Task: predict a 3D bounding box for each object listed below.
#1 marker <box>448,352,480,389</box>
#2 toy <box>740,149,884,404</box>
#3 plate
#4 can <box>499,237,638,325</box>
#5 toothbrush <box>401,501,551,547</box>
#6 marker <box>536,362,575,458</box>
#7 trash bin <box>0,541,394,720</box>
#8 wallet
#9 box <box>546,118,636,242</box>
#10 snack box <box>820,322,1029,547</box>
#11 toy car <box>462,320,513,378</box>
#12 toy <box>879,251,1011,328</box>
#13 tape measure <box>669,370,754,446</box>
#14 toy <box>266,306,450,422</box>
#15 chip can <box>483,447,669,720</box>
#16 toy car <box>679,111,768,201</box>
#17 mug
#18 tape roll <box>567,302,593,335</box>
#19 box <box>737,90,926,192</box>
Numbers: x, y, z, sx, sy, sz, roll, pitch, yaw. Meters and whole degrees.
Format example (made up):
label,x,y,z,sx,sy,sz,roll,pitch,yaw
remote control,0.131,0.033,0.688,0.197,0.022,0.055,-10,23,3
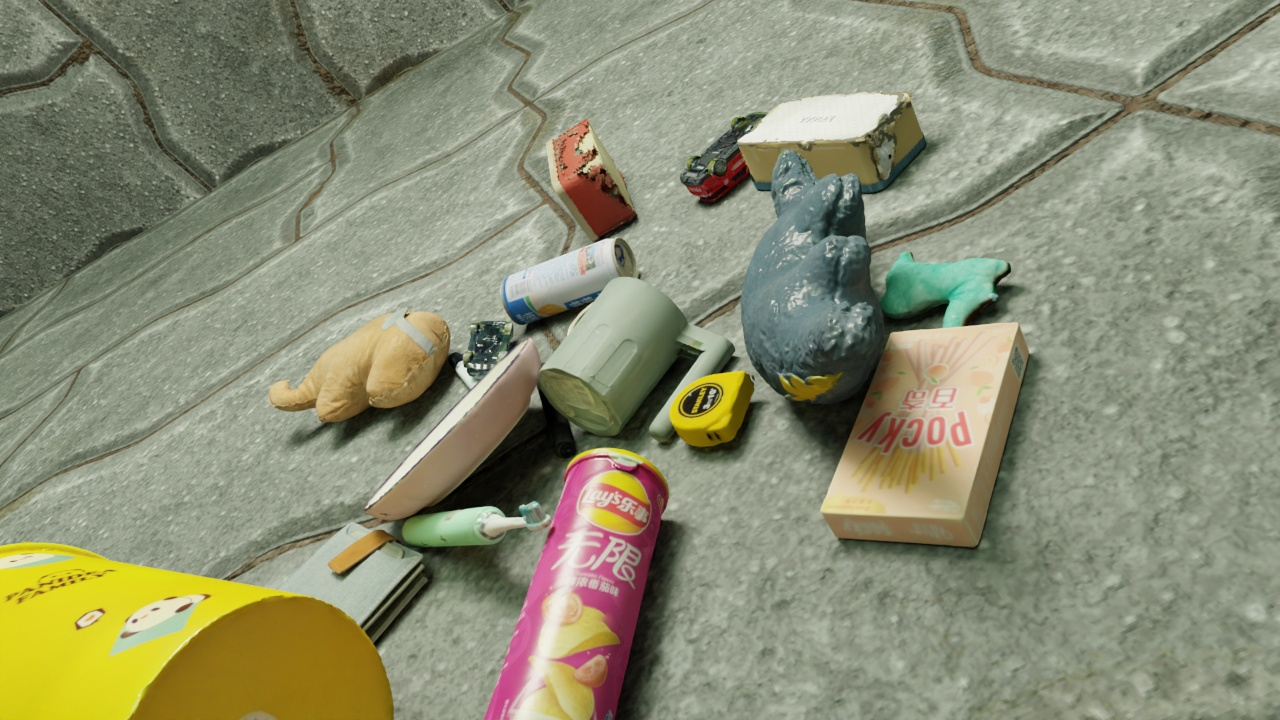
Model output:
label,x,y,z,sx,sy,sz,roll,pitch,yaw
marker,-0.164,0.017,0.901,0.022,0.018,0.131,-30,29,-15
toy,0.116,-0.049,0.628,0.091,0.138,0.355,3,30,3
plate,-0.145,0.062,0.751,0.192,0.039,0.192,-44,9,9
can,-0.072,-0.079,0.919,0.135,0.053,0.053,-17,34,25
toothbrush,-0.119,0.117,0.644,0.026,0.027,0.225,-40,12,-34
marker,-0.075,0.040,0.782,0.022,0.020,0.132,9,25,-18
trash bin,-0.304,0.226,0.540,0.256,0.230,0.228,-5,40,29
wallet,-0.231,0.176,0.714,0.130,0.037,0.106,8,50,48
box,-0.053,-0.218,1.065,0.077,0.091,0.168,-31,30,9
snack box,0.173,0.040,0.548,0.085,0.026,0.156,-4,40,39
toy car,-0.148,-0.010,0.901,0.043,0.034,0.090,2,32,-4
toy,0.209,-0.048,0.640,0.092,0.030,0.096,-5,46,42
tape measure,0.051,0.038,0.661,0.057,0.029,0.059,-8,38,33
toy,-0.296,0.008,0.974,0.227,0.082,0.143,-14,28,33
chip can,-0.035,0.150,0.537,0.072,0.071,0.210,-16,35,26
toy car,0.096,-0.216,0.970,0.120,0.045,0.053,-44,34,-10
mug,-0.004,0.004,0.724,0.124,0.084,0.103,23,58,26
tape roll,-0.028,-0.036,0.856,0.086,0.014,0.085,-23,31,15
box,0.174,-0.208,0.878,0.089,0.059,0.184,-43,30,-19
